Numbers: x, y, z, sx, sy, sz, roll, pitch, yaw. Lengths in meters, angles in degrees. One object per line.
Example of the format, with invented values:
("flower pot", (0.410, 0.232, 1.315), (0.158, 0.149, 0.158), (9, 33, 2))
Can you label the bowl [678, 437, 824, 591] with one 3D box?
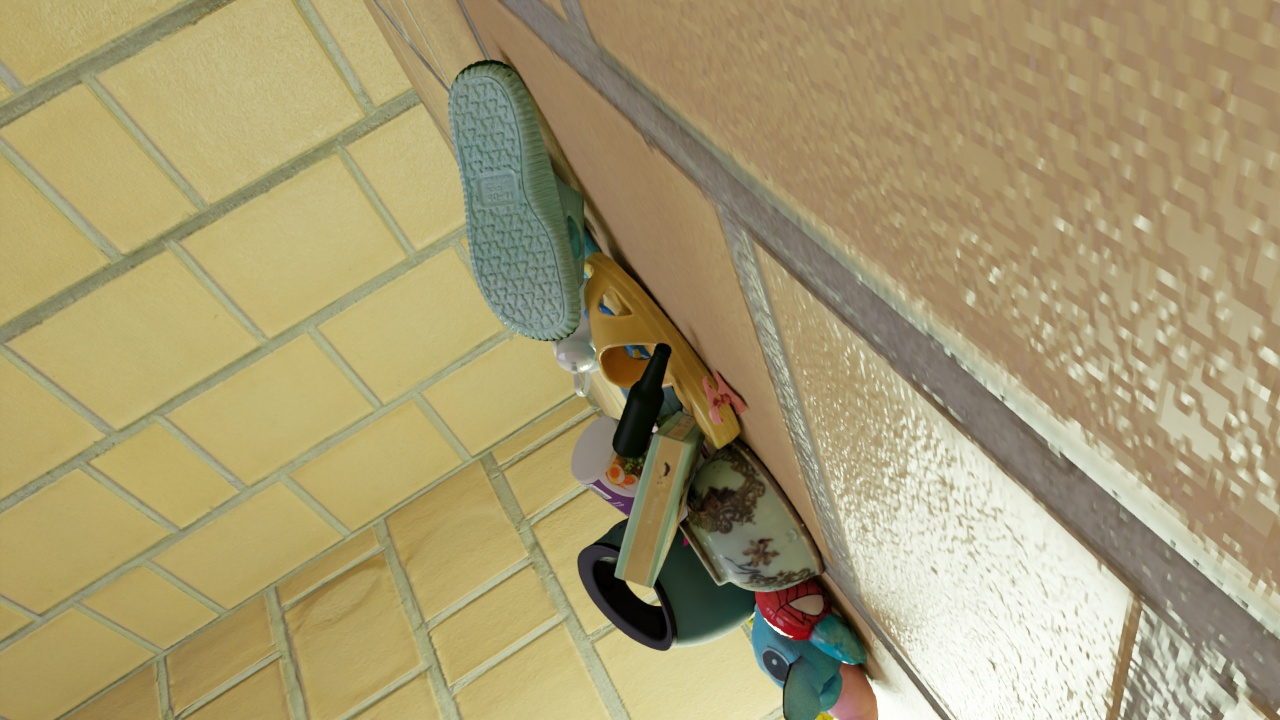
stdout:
("bowl", (0.096, 0.166, 0.903), (0.160, 0.094, 0.160), (57, 175, 7))

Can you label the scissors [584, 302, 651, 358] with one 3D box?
("scissors", (-0.012, -0.021, 1.001), (0.125, 0.013, 0.126), (28, -136, -35))

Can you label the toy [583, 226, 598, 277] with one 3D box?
("toy", (-0.120, -0.149, 1.031), (0.180, 0.114, 0.183), (49, 171, -17))

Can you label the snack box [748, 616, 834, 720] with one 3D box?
("snack box", (0.204, 0.365, 1.130), (0.152, 0.075, 0.025), (57, 159, 4))

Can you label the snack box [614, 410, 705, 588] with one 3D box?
("snack box", (0.024, 0.132, 0.931), (0.044, 0.141, 0.193), (17, -175, 8))

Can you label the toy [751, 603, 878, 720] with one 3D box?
("toy", (0.193, 0.344, 1.014), (0.191, 0.099, 0.224), (53, -173, -13))

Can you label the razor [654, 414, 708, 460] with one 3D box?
("razor", (0.071, 0.116, 1.169), (0.144, 0.044, 0.021), (53, 164, -12))

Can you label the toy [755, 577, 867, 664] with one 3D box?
("toy", (0.173, 0.260, 0.934), (0.133, 0.062, 0.092), (34, -165, 29))

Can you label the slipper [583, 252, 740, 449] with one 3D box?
("slipper", (-0.002, -0.008, 0.895), (0.263, 0.078, 0.099), (52, 171, 34))

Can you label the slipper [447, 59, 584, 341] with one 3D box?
("slipper", (-0.119, -0.154, 0.905), (0.069, 0.116, 0.276), (-44, -56, -65))

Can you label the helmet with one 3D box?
("helmet", (0.052, 0.258, 1.199), (0.275, 0.199, 0.176), (2, 112, 57))

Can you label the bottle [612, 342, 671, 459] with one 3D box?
("bottle", (0.004, 0.036, 0.823), (0.033, 0.033, 0.123), (54, 139, 37))

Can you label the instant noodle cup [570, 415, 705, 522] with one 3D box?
("instant noodle cup", (-0.005, 0.126, 1.075), (0.122, 0.121, 0.137), (31, 156, -31))

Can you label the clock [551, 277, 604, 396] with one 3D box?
("clock", (-0.081, -0.034, 1.156), (0.120, 0.061, 0.159), (6, -98, -82))

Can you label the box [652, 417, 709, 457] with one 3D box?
("box", (0.026, 0.071, 1.273), (0.232, 0.040, 0.179), (58, 170, -1))

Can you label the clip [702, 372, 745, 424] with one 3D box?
("clip", (0.064, 0.035, 0.775), (0.060, 0.045, 0.023), (29, 150, 50))

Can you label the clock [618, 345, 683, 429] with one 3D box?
("clock", (-0.007, 0.006, 1.106), (0.162, 0.060, 0.118), (60, 177, 15))
